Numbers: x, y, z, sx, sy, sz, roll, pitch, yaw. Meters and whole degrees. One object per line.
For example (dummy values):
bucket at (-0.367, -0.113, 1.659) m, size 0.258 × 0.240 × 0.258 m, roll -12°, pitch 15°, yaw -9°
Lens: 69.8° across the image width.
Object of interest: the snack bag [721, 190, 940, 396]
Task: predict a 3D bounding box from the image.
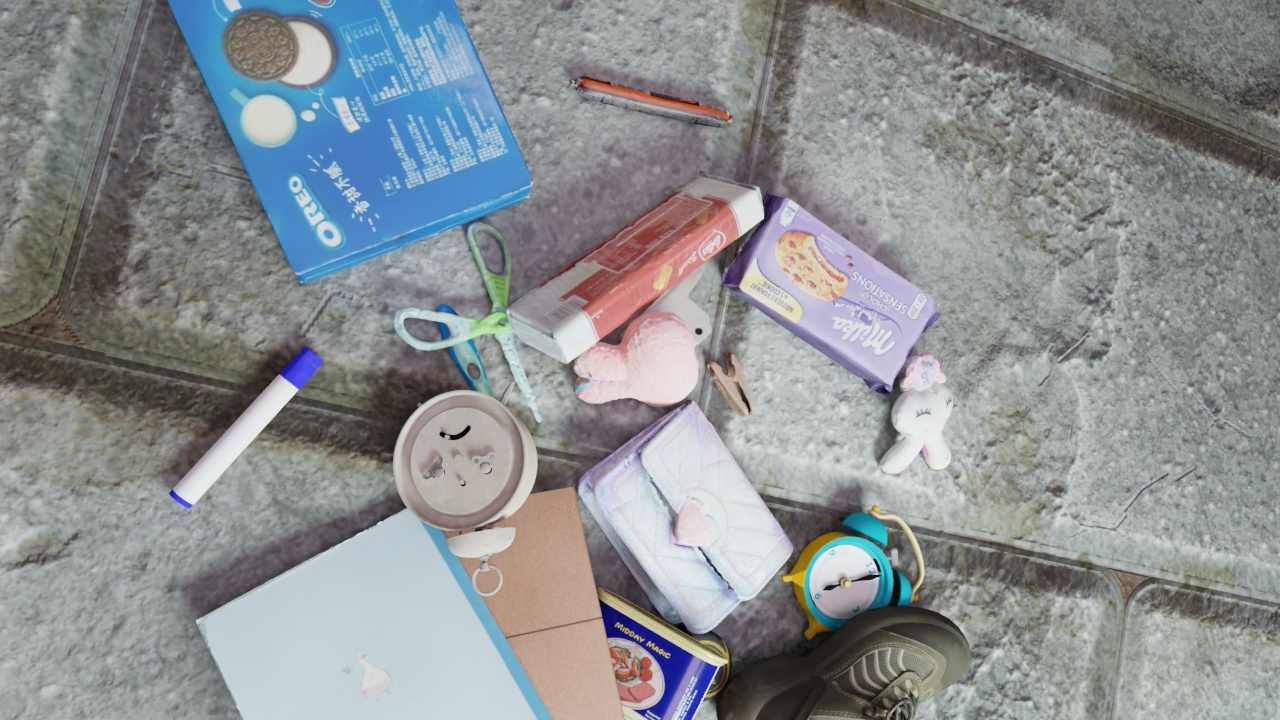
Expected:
snack bag at (0.170, -0.056, 0.822) m, size 0.205 × 0.058 × 0.096 m, roll 32°, pitch 82°, yaw -17°

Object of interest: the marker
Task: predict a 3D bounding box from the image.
marker at (-0.292, 0.048, 0.682) m, size 0.020 × 0.020 × 0.141 m, roll 42°, pitch 75°, yaw -11°

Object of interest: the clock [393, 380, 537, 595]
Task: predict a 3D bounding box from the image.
clock at (-0.125, 0.099, 0.697) m, size 0.103 × 0.061 × 0.156 m, roll -13°, pitch 76°, yaw 9°

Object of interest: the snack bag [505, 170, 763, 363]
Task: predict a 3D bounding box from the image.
snack bag at (-0.001, -0.081, 0.748) m, size 0.224 × 0.077 × 0.041 m, roll -36°, pitch 128°, yaw -23°

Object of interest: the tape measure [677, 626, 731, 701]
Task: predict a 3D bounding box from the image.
tape measure at (0.045, 0.255, 0.772) m, size 0.061 × 0.034 × 0.061 m, roll -10°, pitch 90°, yaw -16°

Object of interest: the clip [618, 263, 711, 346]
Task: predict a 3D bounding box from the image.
clip at (0.033, -0.034, 0.799) m, size 0.101 × 0.045 × 0.055 m, roll -44°, pitch 93°, yaw -15°

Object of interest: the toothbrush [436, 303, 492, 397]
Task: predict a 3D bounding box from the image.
toothbrush at (-0.131, 0.016, 0.741) m, size 0.022 × 0.017 × 0.135 m, roll -27°, pitch 91°, yaw -16°

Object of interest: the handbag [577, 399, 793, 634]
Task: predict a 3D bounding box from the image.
handbag at (0.041, 0.129, 0.763) m, size 0.126 × 0.069 × 0.158 m, roll -36°, pitch 95°, yaw -19°

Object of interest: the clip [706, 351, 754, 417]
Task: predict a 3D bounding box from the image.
clip at (0.078, 0.022, 0.804) m, size 0.052 × 0.026 × 0.059 m, roll 14°, pitch 81°, yaw -15°

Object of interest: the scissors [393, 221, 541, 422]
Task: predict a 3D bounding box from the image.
scissors at (-0.117, -0.028, 0.741) m, size 0.171 × 0.023 × 0.171 m, roll -17°, pitch 85°, yaw -33°

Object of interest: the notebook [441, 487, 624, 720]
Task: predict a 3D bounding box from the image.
notebook at (-0.098, 0.207, 0.695) m, size 0.141 × 0.008 × 0.209 m, roll -8°, pitch 66°, yaw -15°

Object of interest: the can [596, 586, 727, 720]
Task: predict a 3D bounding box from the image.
can at (-0.004, 0.248, 0.722) m, size 0.116 × 0.056 × 0.092 m, roll 24°, pitch 79°, yaw 24°

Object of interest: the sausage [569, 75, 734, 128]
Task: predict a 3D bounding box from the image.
sausage at (0.012, -0.224, 0.801) m, size 0.155 × 0.020 × 0.020 m, roll 7°, pitch 84°, yaw -18°

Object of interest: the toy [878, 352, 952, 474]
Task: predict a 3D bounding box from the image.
toy at (0.257, 0.051, 0.840) m, size 0.079 × 0.038 × 0.123 m, roll -15°, pitch 114°, yaw -25°

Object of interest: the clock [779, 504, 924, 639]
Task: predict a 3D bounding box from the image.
clock at (0.193, 0.191, 0.822) m, size 0.129 × 0.044 × 0.099 m, roll -25°, pitch 94°, yaw -11°

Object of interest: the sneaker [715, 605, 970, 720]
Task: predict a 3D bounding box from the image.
sneaker at (0.195, 0.289, 0.747) m, size 0.237 × 0.143 × 0.101 m, roll -14°, pitch 122°, yaw -19°

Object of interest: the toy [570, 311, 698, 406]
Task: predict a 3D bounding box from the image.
toy at (-0.004, 0.004, 0.747) m, size 0.105 × 0.108 × 0.053 m, roll -11°, pitch 56°, yaw -5°

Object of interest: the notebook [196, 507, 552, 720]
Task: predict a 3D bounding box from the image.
notebook at (-0.172, 0.245, 0.648) m, size 0.180 × 0.009 × 0.253 m, roll -28°, pitch 72°, yaw -23°

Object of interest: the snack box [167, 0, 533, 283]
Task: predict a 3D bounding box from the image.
snack box at (-0.218, -0.203, 0.705) m, size 0.195 × 0.056 × 0.239 m, roll -25°, pitch 95°, yaw -18°
